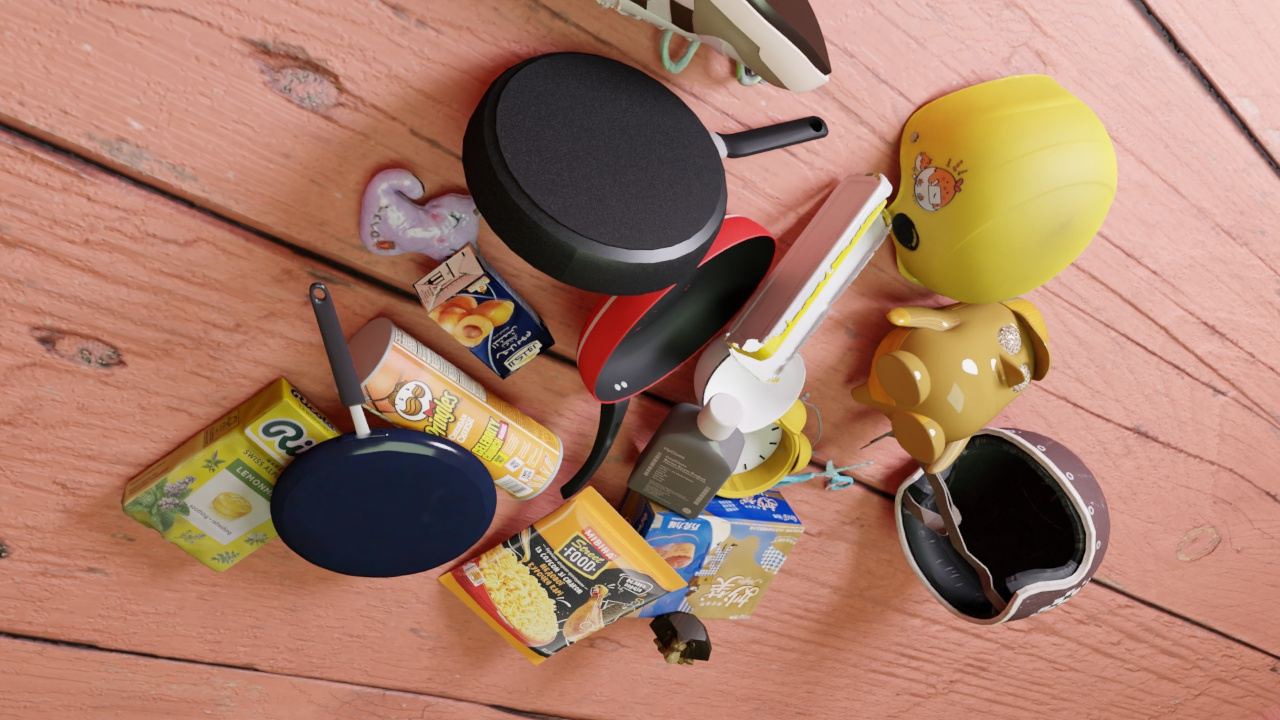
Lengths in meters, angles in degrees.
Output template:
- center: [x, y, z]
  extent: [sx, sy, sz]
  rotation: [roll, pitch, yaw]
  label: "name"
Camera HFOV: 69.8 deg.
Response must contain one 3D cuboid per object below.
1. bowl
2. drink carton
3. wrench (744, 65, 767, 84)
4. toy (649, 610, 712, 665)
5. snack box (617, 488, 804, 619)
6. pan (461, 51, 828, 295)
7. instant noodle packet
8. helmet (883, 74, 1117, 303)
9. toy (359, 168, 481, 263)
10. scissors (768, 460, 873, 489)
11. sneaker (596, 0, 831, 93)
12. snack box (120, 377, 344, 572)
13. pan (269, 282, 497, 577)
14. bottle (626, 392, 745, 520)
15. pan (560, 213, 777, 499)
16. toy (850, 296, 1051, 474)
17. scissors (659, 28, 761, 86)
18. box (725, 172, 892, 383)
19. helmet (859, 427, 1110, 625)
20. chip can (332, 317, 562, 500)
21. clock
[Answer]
- center: [0.103, 0.012, 0.932]
  extent: [0.113, 0.063, 0.114]
  rotation: [-11, 126, -16]
  label: "bowl"
- center: [-0.131, -0.038, 0.792]
  extent: [0.064, 0.040, 0.130]
  rotation: [-35, 146, 4]
  label: "drink carton"
- center: [0.026, -0.302, 0.711]
  extent: [0.273, 0.010, 0.070]
  rotation: [28, 110, -35]
  label: "wrench"
- center: [0.042, 0.323, 1.047]
  extent: [0.062, 0.076, 0.100]
  rotation: [-54, 169, -37]
  label: "toy"
- center: [0.062, 0.221, 1.059]
  extent: [0.202, 0.069, 0.155]
  rotation: [10, 120, -28]
  label: "snack box"
- center: [0.032, -0.167, 0.722]
  extent: [0.354, 0.204, 0.044]
  rotation: [-21, 164, -33]
  label: "pan"
- center: [-0.085, 0.237, 0.983]
  extent: [0.221, 0.032, 0.160]
  rotation: [-33, 112, 22]
  label: "instant noodle packet"
- center: [0.357, -0.142, 0.881]
  extent: [0.209, 0.139, 0.240]
  rotation: [-13, 128, -14]
  label: "helmet"
- center: [-0.175, -0.115, 0.742]
  extent: [0.099, 0.036, 0.080]
  rotation: [2, 124, -22]
  label: "toy"
- center: [0.205, 0.137, 1.072]
  extent: [0.136, 0.015, 0.135]
  rotation: [-10, 153, 9]
  label: "scissors"
- center: [0.015, -0.271, 0.659]
  extent: [0.293, 0.111, 0.117]
  rotation: [30, 133, -33]
  label: "sneaker"
- center: [-0.352, 0.110, 0.822]
  extent: [0.181, 0.045, 0.121]
  rotation: [-33, 129, 2]
  label: "snack box"
- center: [-0.232, 0.079, 0.781]
  extent: [0.198, 0.021, 0.357]
  rotation: [-8, 133, -7]
  label: "pan"
- center: [0.054, 0.090, 0.914]
  extent: [0.084, 0.046, 0.174]
  rotation: [27, 142, -1]
  label: "bottle"
- center: [-0.005, 0.005, 0.850]
  extent: [0.208, 0.067, 0.357]
  rotation: [-21, 154, -51]
  label: "pan"
- center: [0.351, 0.005, 0.980]
  extent: [0.203, 0.162, 0.199]
  rotation: [-28, 112, -17]
  label: "toy"
- center: [0.081, -0.297, 0.724]
  extent: [0.138, 0.028, 0.171]
  rotation: [22, 116, -29]
  label: "scissors"
- center: [0.166, -0.077, 0.846]
  extent: [0.079, 0.080, 0.209]
  rotation: [39, 82, -12]
  label: "box"
- center: [0.418, 0.190, 1.095]
  extent: [0.253, 0.233, 0.234]
  rotation: [-24, 145, -19]
  label: "helmet"
- center: [-0.169, 0.049, 0.836]
  extent: [0.075, 0.075, 0.215]
  rotation: [-43, 129, 10]
  label: "chip can"
- center: [0.127, 0.092, 1.009]
  extent: [0.152, 0.052, 0.114]
  rotation: [-19, 129, -4]
  label: "clock"
